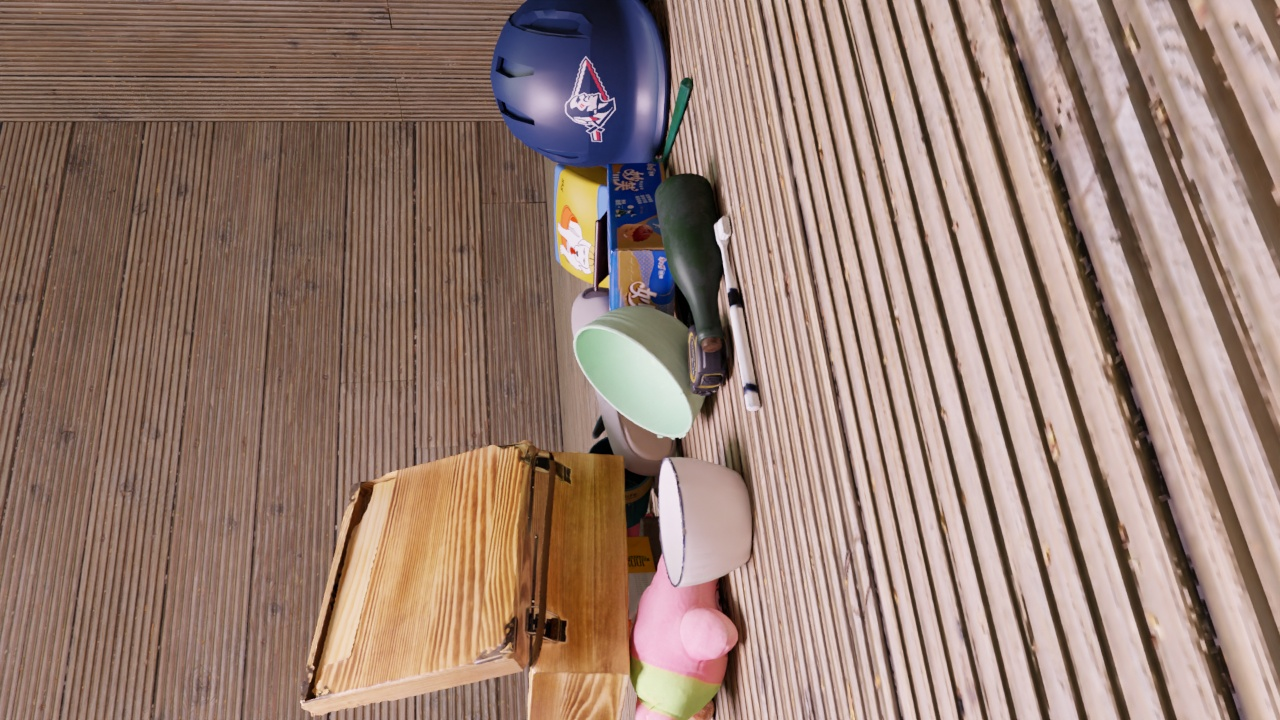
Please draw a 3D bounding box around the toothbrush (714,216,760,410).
[{"bbox_3d":[0.082,-0.044,0.781,0.017,0.012,0.186,111,155,-61],"label":"toothbrush"}]

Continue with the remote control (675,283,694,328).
[{"bbox_3d":[0.046,-0.078,1.012,0.030,0.009,0.139,97,167,-47],"label":"remote control"}]

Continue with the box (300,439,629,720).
[{"bbox_3d":[-0.175,0.248,0.979,0.278,0.323,0.285,-91,9,-48],"label":"box"}]

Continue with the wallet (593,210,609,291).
[{"bbox_3d":[-0.039,-0.152,1.169,0.115,0.018,0.092,-57,-25,-58],"label":"wallet"}]

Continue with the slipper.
[{"bbox_3d":[-0.007,0.006,1.104,0.081,0.112,0.265,-53,42,48],"label":"slipper"}]

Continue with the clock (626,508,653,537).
[{"bbox_3d":[-0.005,0.254,1.304,0.137,0.048,0.096,-103,14,-50],"label":"clock"}]

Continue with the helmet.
[{"bbox_3d":[-0.066,-0.348,1.141,0.272,0.222,0.233,30,131,36],"label":"helmet"}]

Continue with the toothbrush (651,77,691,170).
[{"bbox_3d":[0.033,-0.258,1.029,0.190,0.017,0.016,115,152,-72],"label":"toothbrush"}]

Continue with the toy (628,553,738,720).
[{"bbox_3d":[0.040,0.252,0.897,0.192,0.096,0.236,155,125,-76],"label":"toy"}]

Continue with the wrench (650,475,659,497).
[{"bbox_3d":[0.009,0.080,1.274,0.272,0.018,0.087,-101,12,-49],"label":"wrench"}]

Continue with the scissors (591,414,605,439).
[{"bbox_3d":[-0.009,0.044,1.180,0.019,0.153,0.125,46,163,-28],"label":"scissors"}]

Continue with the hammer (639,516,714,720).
[{"bbox_3d":[0.037,0.316,1.082,0.300,0.037,0.158,-118,27,-70],"label":"hammer"}]

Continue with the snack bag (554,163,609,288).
[{"bbox_3d":[-0.037,-0.183,1.290,0.205,0.102,0.159,39,135,49],"label":"snack bag"}]

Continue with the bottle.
[{"bbox_3d":[0.051,-0.087,0.835,0.055,0.055,0.174,104,161,-61],"label":"bottle"}]

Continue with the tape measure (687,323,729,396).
[{"bbox_3d":[0.063,-0.004,0.844,0.061,0.034,0.061,109,156,-74],"label":"tape measure"}]

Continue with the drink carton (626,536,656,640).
[{"bbox_3d":[-0.004,0.273,1.080,0.122,0.040,0.059,-105,18,-54],"label":"drink carton"}]

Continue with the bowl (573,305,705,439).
[{"bbox_3d":[0.012,0.000,0.932,0.076,0.151,0.151,-47,-14,-26],"label":"bowl"}]

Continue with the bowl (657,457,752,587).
[{"bbox_3d":[0.057,0.141,0.815,0.116,0.065,0.116,177,91,-81],"label":"bowl"}]

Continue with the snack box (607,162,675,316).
[{"bbox_3d":[-0.002,-0.111,1.042,0.202,0.069,0.155,-94,4,-53],"label":"snack box"}]

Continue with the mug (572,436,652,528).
[{"bbox_3d":[-0.041,0.152,1.174,0.107,0.114,0.083,92,-163,-54],"label":"mug"}]
